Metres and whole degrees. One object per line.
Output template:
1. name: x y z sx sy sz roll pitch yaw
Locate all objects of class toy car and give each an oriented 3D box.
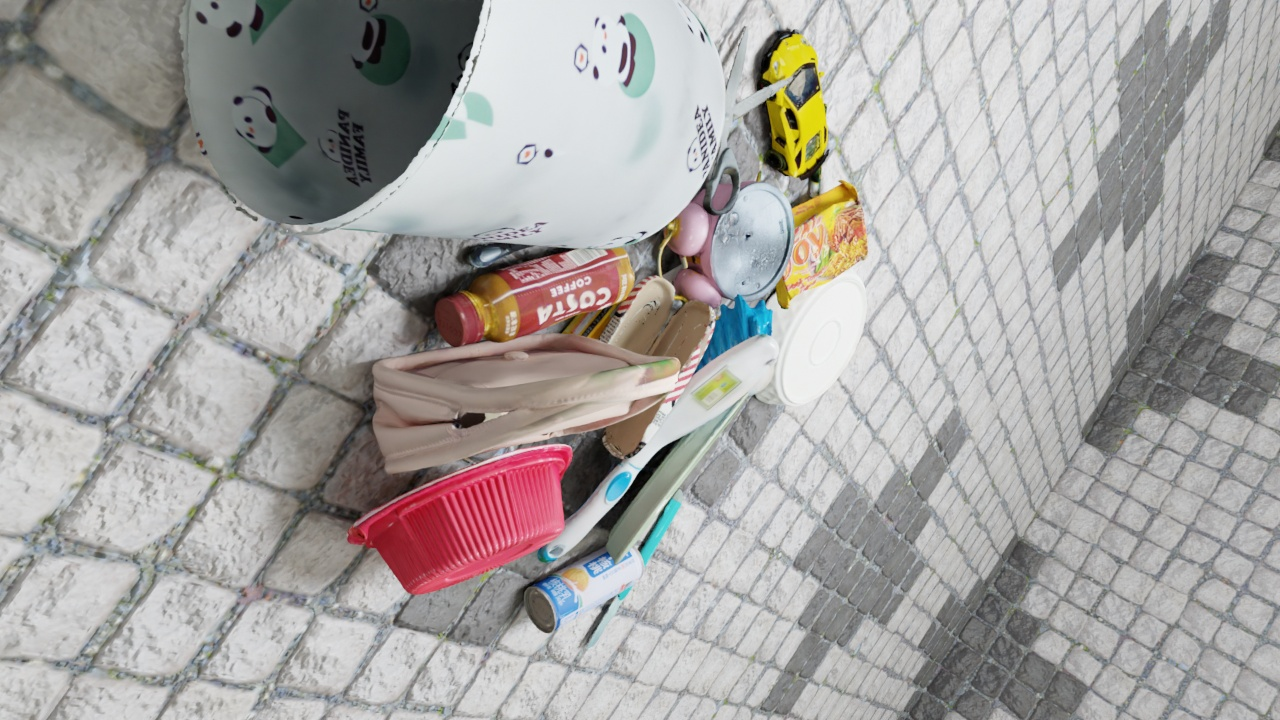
1. toy car: 0.154 -0.251 0.914 0.071 0.041 0.156 -44 140 -20

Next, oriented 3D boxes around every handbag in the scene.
1. handbag: -0.071 0.026 0.677 0.192 0.235 0.093 -11 93 -40

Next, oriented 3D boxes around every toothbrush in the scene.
1. toothbrush: 0.070 -0.106 0.937 0.179 0.016 0.016 -33 128 -30
2. toothbrush: 0.196 -0.196 1.022 0.012 0.017 0.186 -7 128 -6

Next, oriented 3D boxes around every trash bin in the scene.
1. trash bin: -0.088 -0.172 0.540 0.251 0.230 0.230 1 114 -57

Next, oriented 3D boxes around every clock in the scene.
1. clock: 0.078 -0.111 0.893 0.158 0.060 0.117 -32 125 -30

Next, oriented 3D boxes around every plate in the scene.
1. plate: 0.036 0.119 0.973 0.230 0.027 0.230 -51 171 -11
2. plate: 0.214 -0.031 1.140 0.204 0.045 0.205 -29 135 -34

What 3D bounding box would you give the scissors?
1. scissors: 0.072 -0.217 0.829 0.159 0.014 0.181 -1 92 -28

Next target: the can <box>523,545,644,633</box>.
1. can: -0.060 0.245 1.006 0.134 0.053 0.053 -20 129 -41

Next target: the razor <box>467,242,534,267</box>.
1. razor: -0.082 -0.101 0.756 0.142 0.022 0.042 -25 100 -33

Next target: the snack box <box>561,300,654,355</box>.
1. snack box: -0.028 0.002 0.887 0.086 0.034 0.140 -51 142 -11

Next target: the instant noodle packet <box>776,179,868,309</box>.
1. instant noodle packet: 0.196 -0.129 1.029 0.128 0.044 0.111 -31 128 -13

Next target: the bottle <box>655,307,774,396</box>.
1. bottle: 0.076 -0.012 0.969 0.189 0.068 0.068 24 96 -53

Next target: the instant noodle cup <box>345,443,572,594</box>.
1. instant noodle cup: -0.132 0.134 0.740 0.193 0.066 0.194 -24 167 -6

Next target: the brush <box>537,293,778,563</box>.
1. brush: 0.009 0.068 0.875 0.315 0.109 0.060 -40 123 18

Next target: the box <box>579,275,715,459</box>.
1. box: -0.007 0.003 0.829 0.087 0.076 0.162 28 96 -29

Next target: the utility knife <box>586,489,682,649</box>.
1. utility knife: -0.006 0.252 1.108 0.222 0.013 0.029 -59 146 -3

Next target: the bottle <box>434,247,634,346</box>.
1. bottle: -0.085 -0.054 0.755 0.174 0.057 0.058 -22 131 -39
